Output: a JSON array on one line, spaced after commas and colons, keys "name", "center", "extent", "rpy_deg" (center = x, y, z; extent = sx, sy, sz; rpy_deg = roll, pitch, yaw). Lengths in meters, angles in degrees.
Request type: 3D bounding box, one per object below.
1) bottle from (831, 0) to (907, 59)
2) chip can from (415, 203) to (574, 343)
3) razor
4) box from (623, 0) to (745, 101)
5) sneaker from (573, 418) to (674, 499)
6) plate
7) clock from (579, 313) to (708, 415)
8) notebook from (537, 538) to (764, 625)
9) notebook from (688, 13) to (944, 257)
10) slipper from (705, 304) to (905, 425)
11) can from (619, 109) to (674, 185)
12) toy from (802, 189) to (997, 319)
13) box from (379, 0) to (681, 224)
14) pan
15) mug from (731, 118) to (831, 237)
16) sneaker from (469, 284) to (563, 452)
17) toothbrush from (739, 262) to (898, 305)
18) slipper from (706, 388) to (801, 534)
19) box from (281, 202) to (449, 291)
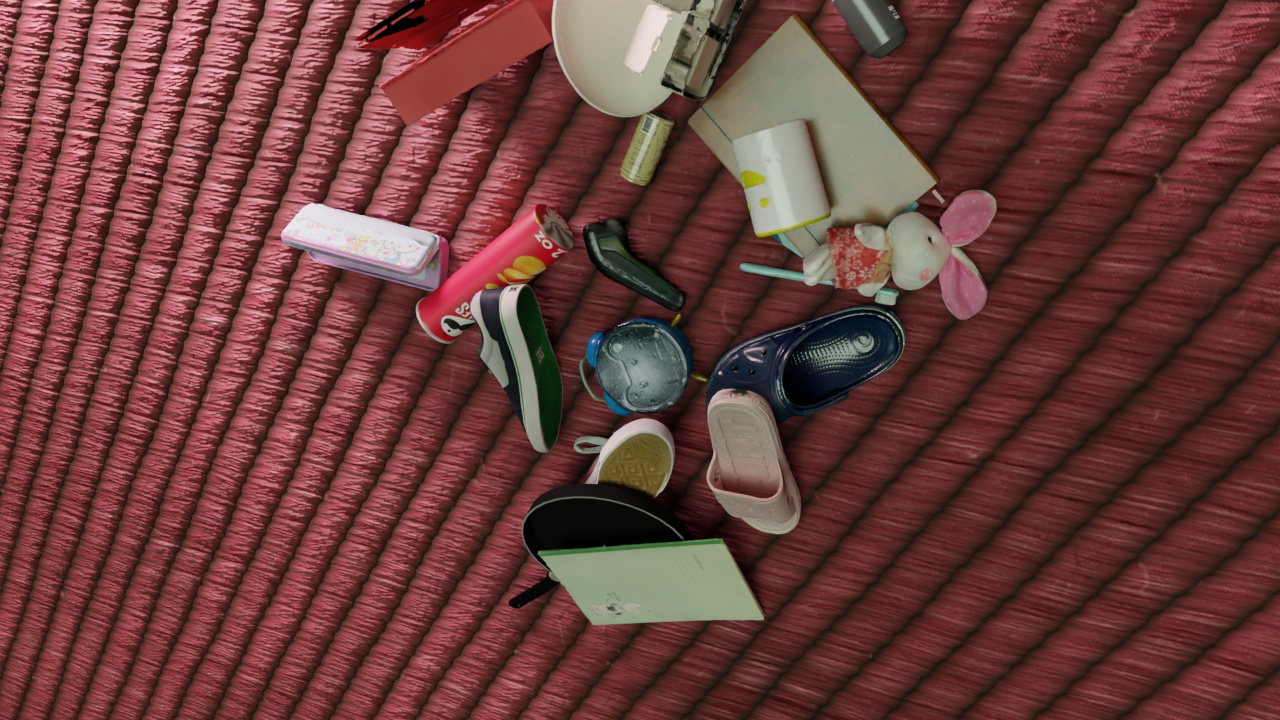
[{"name": "bottle", "center": [0.224, -0.359, 0.926], "extent": [0.047, 0.046, 0.112], "rpy_deg": [-33, 92, 26]}, {"name": "chip can", "center": [-0.184, -0.107, 1.152], "extent": [0.221, 0.069, 0.069], "rpy_deg": [-34, 93, 26]}, {"name": "razor", "center": [-0.006, -0.115, 1.096], "extent": [0.151, 0.054, 0.067], "rpy_deg": [35, 99, 1]}, {"name": "box", "center": [0.040, -0.346, 0.920], "extent": [0.069, 0.191, 0.144], "rpy_deg": [27, 107, 12]}, {"name": "sneaker", "center": [-0.024, 0.135, 1.160], "extent": [0.118, 0.087, 0.242], "rpy_deg": [26, 136, -12]}, {"name": "plate", "center": [-0.023, -0.352, 0.970], "extent": [0.034, 0.182, 0.182], "rpy_deg": [22, 118, 49]}, {"name": "clock", "center": [-0.007, 0.007, 1.126], "extent": [0.162, 0.060, 0.117], "rpy_deg": [-16, 101, 26]}, {"name": "notebook", "center": [0.015, 0.290, 1.187], "extent": [0.253, 0.010, 0.182], "rpy_deg": [-9, 132, 23]}, {"name": "notebook", "center": [0.184, -0.219, 1.004], "extent": [0.179, 0.014, 0.249], "rpy_deg": [-41, 89, 26]}, {"name": "slipper", "center": [0.175, 0.013, 1.040], "extent": [0.253, 0.095, 0.105], "rpy_deg": [-28, 98, 23]}, {"name": "can", "center": [0.007, -0.244, 1.051], "extent": [0.038, 0.038, 0.080], "rpy_deg": [29, 115, 10]}, {"name": "toy", "center": [0.268, -0.109, 0.958], "extent": [0.194, 0.084, 0.159], "rpy_deg": [-1, 134, 10]}, {"name": "box", "center": [-0.119, -0.280, 1.082], "extent": [0.214, 0.152, 0.325], "rpy_deg": [-20, 132, 24]}, {"name": "pan", "center": [-0.079, 0.263, 1.218], "extent": [0.225, 0.034, 0.358], "rpy_deg": [34, 135, -19]}, {"name": "mug", "center": [0.149, -0.193, 0.971], "extent": [0.083, 0.082, 0.106], "rpy_deg": [-13, 100, 24]}, {"name": "sneaker", "center": [-0.157, 0.013, 1.156], "extent": [0.079, 0.084, 0.235], "rpy_deg": [0, 122, 19]}, {"name": "toothbrush", "center": [0.200, -0.089, 1.040], "extent": [0.181, 0.016, 0.017], "rpy_deg": [14, 120, 16]}, {"name": "slipper", "center": [0.125, 0.135, 1.066], "extent": [0.094, 0.064, 0.239], "rpy_deg": [3, 135, 24]}, {"name": "box", "center": [-0.358, -0.153, 1.209], "extent": [0.214, 0.096, 0.077], "rpy_deg": [15, 84, 16]}]
